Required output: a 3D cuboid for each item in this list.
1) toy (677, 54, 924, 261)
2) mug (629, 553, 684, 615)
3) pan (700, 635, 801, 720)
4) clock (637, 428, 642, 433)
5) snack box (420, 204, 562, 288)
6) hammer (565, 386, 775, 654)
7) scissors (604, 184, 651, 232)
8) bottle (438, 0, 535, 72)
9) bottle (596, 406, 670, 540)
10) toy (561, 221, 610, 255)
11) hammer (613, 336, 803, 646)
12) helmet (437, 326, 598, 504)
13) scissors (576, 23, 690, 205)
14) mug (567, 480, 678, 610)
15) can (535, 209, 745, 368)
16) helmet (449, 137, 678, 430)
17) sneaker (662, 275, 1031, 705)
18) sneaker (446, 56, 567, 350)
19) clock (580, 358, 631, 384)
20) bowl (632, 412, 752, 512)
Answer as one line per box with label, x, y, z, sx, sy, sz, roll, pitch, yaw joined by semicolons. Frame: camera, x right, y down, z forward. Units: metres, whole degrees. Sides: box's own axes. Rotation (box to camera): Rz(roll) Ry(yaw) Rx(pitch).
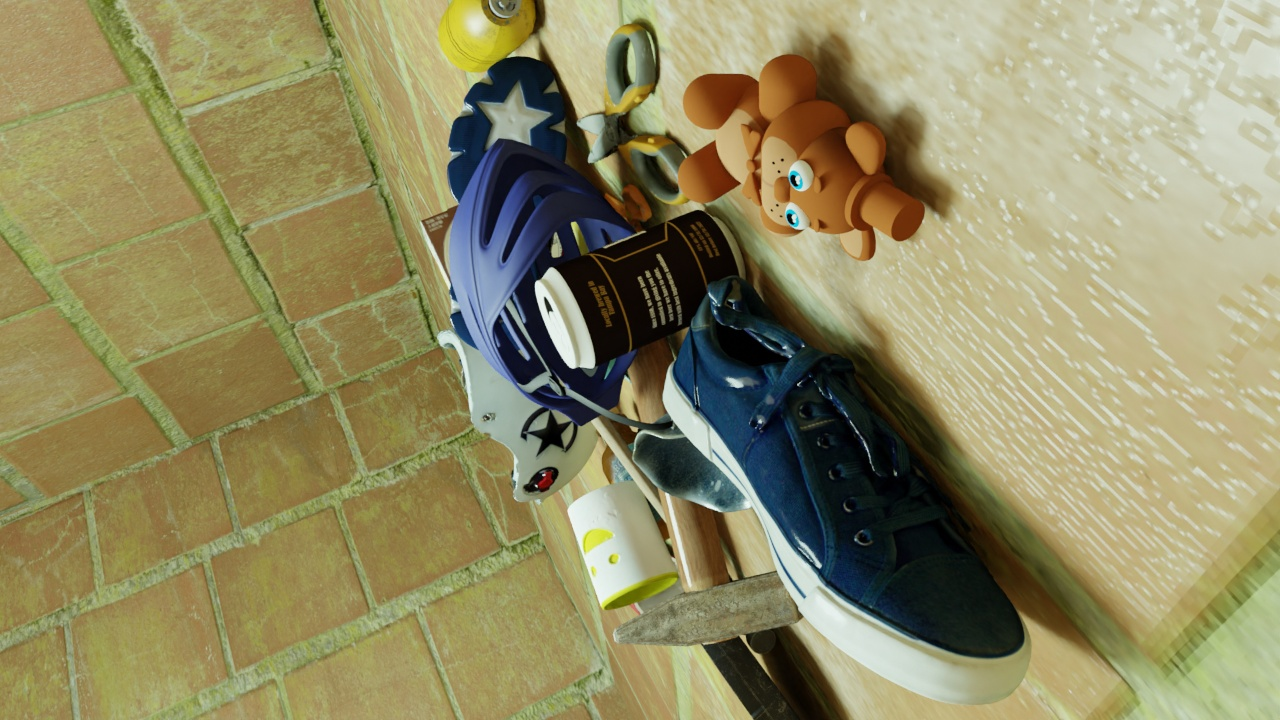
toy;0.073;-0.089;0.431;0.127;0.065;0.095;46;153;42
mug;0.021;0.297;1.179;0.116;0.080;0.097;61;166;-8
pan;0.159;0.379;0.860;0.357;0.040;0.208;52;174;12
clock;0.036;0.093;0.872;0.091;0.043;0.123;57;169;16
snack box;-0.144;-0.111;1.000;0.147;0.143;0.041;64;168;12
hammer;0.020;0.143;0.884;0.331;0.030;0.119;54;174;-20
scissors;-0.005;-0.109;0.777;0.084;0.012;0.133;67;170;-13
bottle;-0.137;-0.306;0.821;0.164;0.071;0.071;25;136;69
bottle;-0.004;0.121;1.014;0.157;0.067;0.068;59;164;26
toy;-0.052;-0.101;0.856;0.105;0.067;0.137;-109;10;-57
hammer;0.024;0.092;0.795;0.037;0.158;0.300;19;-125;-69
helmet;-0.134;0.049;1.177;0.236;0.163;0.264;55;168;51
scissors;-0.010;-0.165;0.698;0.166;0.016;0.225;67;166;0
mug;-0.019;0.186;0.924;0.083;0.082;0.106;98;151;-64
can;0.001;-0.048;0.613;0.072;0.128;0.072;59;164;28
helmet;-0.043;-0.044;0.706;0.228;0.147;0.242;31;142;47
sneaker;0.103;0.042;0.494;0.294;0.120;0.127;54;139;47
sneaker;-0.121;-0.148;0.880;0.132;0.103;0.269;-78;-5;-79
clock;-0.047;-0.020;0.963;0.124;0.053;0.090;29;143;49
bowl;0.052;0.070;0.724;0.110;0.055;0.110;18;149;11
